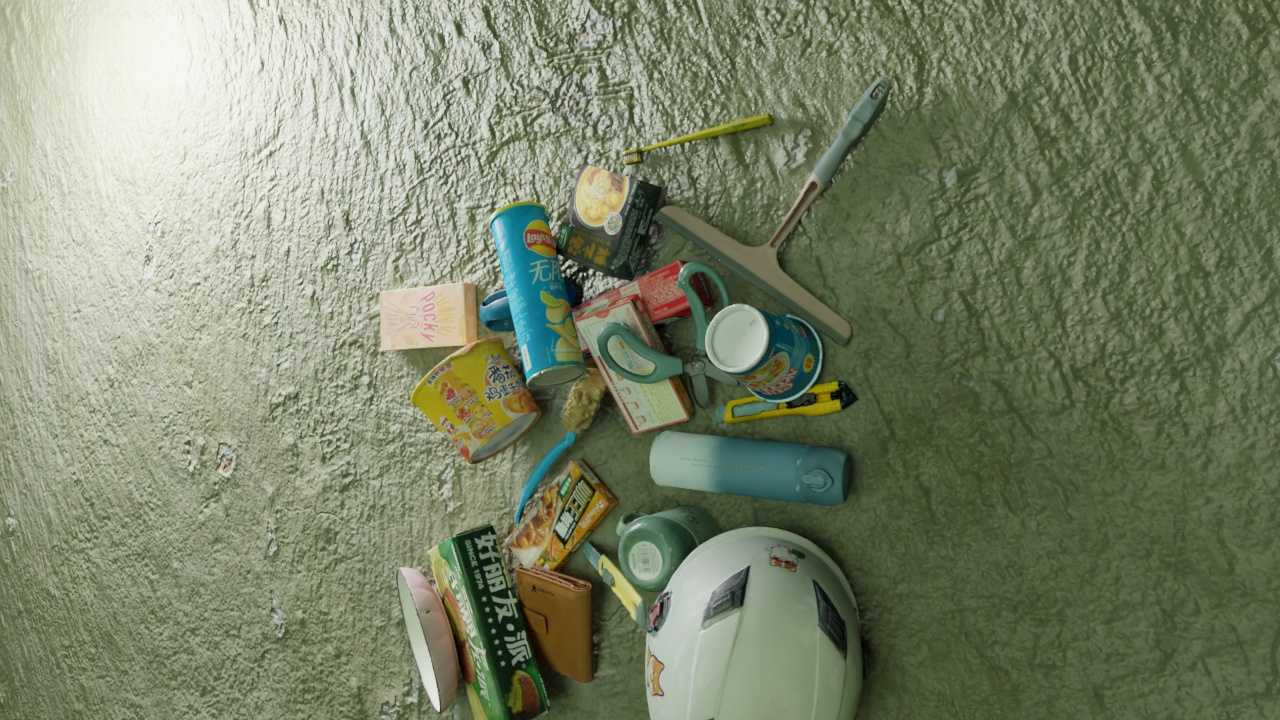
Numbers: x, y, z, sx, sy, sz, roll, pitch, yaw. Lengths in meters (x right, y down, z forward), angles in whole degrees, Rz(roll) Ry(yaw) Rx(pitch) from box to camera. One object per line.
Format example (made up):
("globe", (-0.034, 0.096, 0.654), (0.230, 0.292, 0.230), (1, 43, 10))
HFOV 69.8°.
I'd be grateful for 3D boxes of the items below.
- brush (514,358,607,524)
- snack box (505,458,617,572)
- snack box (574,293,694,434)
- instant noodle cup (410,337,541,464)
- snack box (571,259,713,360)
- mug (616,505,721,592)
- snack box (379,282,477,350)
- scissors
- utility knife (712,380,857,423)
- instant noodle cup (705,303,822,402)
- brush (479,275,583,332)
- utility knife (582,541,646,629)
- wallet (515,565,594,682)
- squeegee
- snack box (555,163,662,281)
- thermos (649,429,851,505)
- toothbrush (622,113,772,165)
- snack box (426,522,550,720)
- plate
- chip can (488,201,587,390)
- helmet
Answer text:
("brush", (-0.101, 0.103, 1.122), (0.046, 0.083, 0.255), (28, 115, -7))
("snack box", (-0.100, 0.201, 1.139), (0.075, 0.026, 0.154), (47, 112, 21))
("snack box", (-0.006, 0.006, 1.042), (0.077, 0.026, 0.156), (-18, 109, 27))
("instant noodle cup", (-0.199, 0.055, 1.143), (0.138, 0.137, 0.110), (-43, 77, 23))
("snack box", (-0.020, -0.054, 1.075), (0.208, 0.057, 0.058), (-22, 81, 29))
("mug", (0.021, 0.202, 1.021), (0.112, 0.106, 0.082), (29, 105, 28))
("snack box", (-0.292, -0.059, 1.255), (0.158, 0.026, 0.084), (-3, 88, 31))
("scissors", (0.029, -0.018, 0.999), (0.181, 0.019, 0.170), (-11, 111, -7))
("utility knife", (0.151, 0.050, 0.995), (0.171, 0.015, 0.033), (-12, 81, 31))
("instant noodle cup", (0.122, -0.012, 0.950), (0.099, 0.109, 0.099), (-8, 75, 32))
("brush", (-0.143, -0.069, 1.139), (0.144, 0.073, 0.055), (-12, 92, 29))
("utility knife", (-0.031, 0.246, 1.039), (0.212, 0.022, 0.031), (-150, 71, -71))
("wallet", (-0.104, 0.320, 1.122), (0.108, 0.031, 0.132), (11, 112, 30))
("squeegee", (0.184, -0.185, 0.964), (0.247, 0.040, 0.250), (36, 103, 9))
("snack box", (-0.044, -0.164, 1.076), (0.126, 0.053, 0.113), (25, 101, 40))
("thermos", (0.117, 0.115, 0.986), (0.221, 0.070, 0.070), (3, 91, 32))
("toothbrush", (0.062, -0.252, 1.050), (0.190, 0.015, 0.016), (-8, 90, 31))
("snack box", (-0.193, 0.334, 1.151), (0.115, 0.063, 0.240), (-36, 70, 56))
("plate", (-0.273, 0.358, 1.193), (0.192, 0.039, 0.193), (45, 142, 50))
("chip can", (-0.118, -0.075, 1.055), (0.071, 0.071, 0.210), (-25, 70, 28))
("helmet", (0.114, 0.314, 0.894), (0.230, 0.156, 0.274), (13, 98, 0))
